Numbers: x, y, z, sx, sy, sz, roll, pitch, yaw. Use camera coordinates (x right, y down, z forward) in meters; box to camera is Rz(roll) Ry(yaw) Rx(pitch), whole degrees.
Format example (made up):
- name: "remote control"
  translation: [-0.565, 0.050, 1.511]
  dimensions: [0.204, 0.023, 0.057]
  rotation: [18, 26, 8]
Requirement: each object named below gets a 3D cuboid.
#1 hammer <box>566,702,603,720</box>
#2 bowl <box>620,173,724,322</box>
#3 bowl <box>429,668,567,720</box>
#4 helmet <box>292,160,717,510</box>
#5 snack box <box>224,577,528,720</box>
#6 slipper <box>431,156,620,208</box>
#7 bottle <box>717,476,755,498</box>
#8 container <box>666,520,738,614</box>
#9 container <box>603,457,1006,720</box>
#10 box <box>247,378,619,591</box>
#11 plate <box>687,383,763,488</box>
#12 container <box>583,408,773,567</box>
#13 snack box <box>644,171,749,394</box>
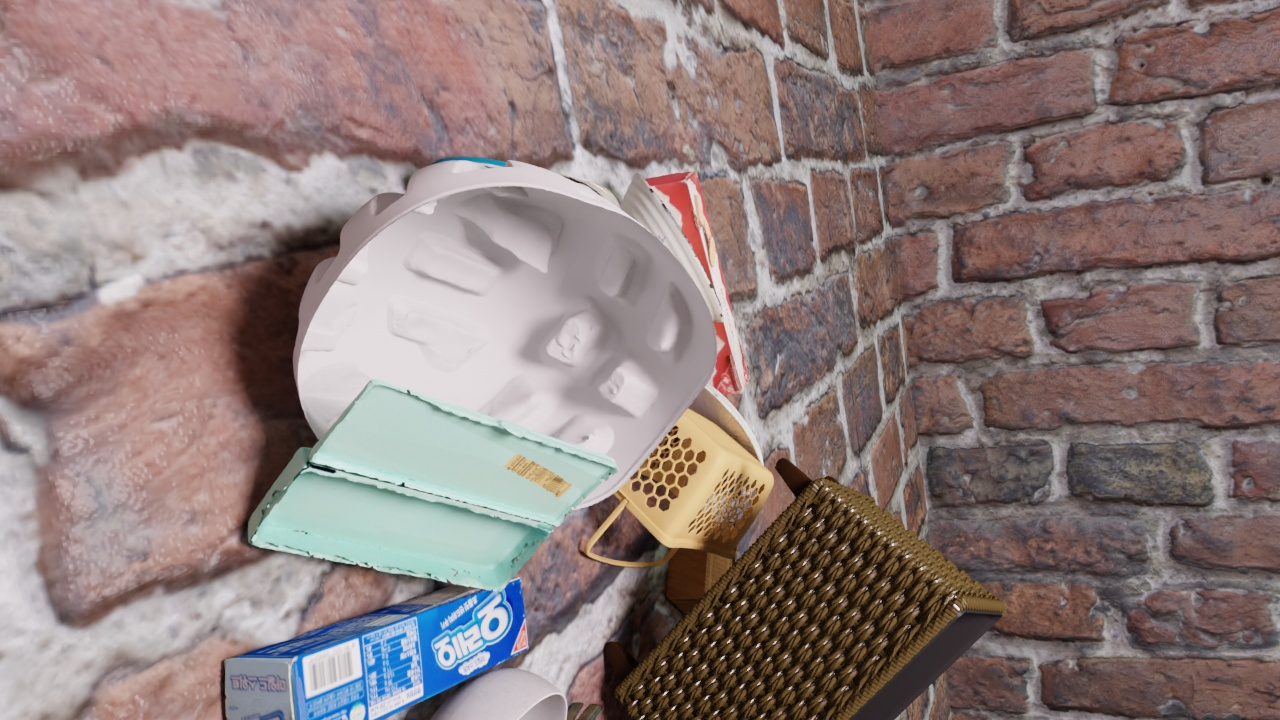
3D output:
- name: "hammer"
  translation: [-0.010, 0.426, 0.888]
  dimensions: [0.333, 0.033, 0.132]
  rotation: [52, 40, -51]
- name: "bowl"
  translation: [0.012, -0.098, 0.947]
  dimensions: [0.177, 0.071, 0.177]
  rotation: [58, -1, 1]
- name: "bowl"
  translation: [-0.114, 0.273, 0.630]
  dimensions: [0.131, 0.064, 0.132]
  rotation: [-46, 149, -39]
- name: "helmet"
  translation: [-0.092, -0.016, 0.590]
  dimensions: [0.281, 0.184, 0.224]
  rotation: [7, 117, -59]
- name: "snack box"
  translation: [-0.156, 0.188, 0.589]
  dimensions: [0.226, 0.060, 0.059]
  rotation: [1, 81, -65]
- name: "slipper"
  translation: [-0.067, -0.119, 0.771]
  dimensions: [0.294, 0.118, 0.060]
  rotation: [32, 64, -65]
- name: "bottle"
  translation: [0.104, 0.108, 1.152]
  dimensions: [0.056, 0.056, 0.161]
  rotation: [-70, 146, -42]
- name: "container"
  translation: [0.070, 0.236, 1.056]
  dimensions: [0.061, 0.063, 0.113]
  rotation: [35, 54, -49]
- name: "container"
  translation: [0.137, 0.263, 0.862]
  dimensions: [0.205, 0.321, 0.176]
  rotation: [48, 13, 33]
- name: "box"
  translation: [-0.120, 0.081, 0.559]
  dimensions: [0.186, 0.136, 0.033]
  rotation: [26, 21, -43]
- name: "plate"
  translation: [0.088, 0.078, 1.035]
  dimensions: [0.014, 0.157, 0.157]
  rotation: [-36, 125, -18]
- name: "container"
  translation: [0.029, 0.140, 0.927]
  dimensions: [0.167, 0.129, 0.183]
  rotation: [-51, 150, 6]
- name: "snack box"
  translation: [0.061, -0.083, 1.078]
  dimensions: [0.044, 0.077, 0.273]
  rotation: [-51, 131, -52]
